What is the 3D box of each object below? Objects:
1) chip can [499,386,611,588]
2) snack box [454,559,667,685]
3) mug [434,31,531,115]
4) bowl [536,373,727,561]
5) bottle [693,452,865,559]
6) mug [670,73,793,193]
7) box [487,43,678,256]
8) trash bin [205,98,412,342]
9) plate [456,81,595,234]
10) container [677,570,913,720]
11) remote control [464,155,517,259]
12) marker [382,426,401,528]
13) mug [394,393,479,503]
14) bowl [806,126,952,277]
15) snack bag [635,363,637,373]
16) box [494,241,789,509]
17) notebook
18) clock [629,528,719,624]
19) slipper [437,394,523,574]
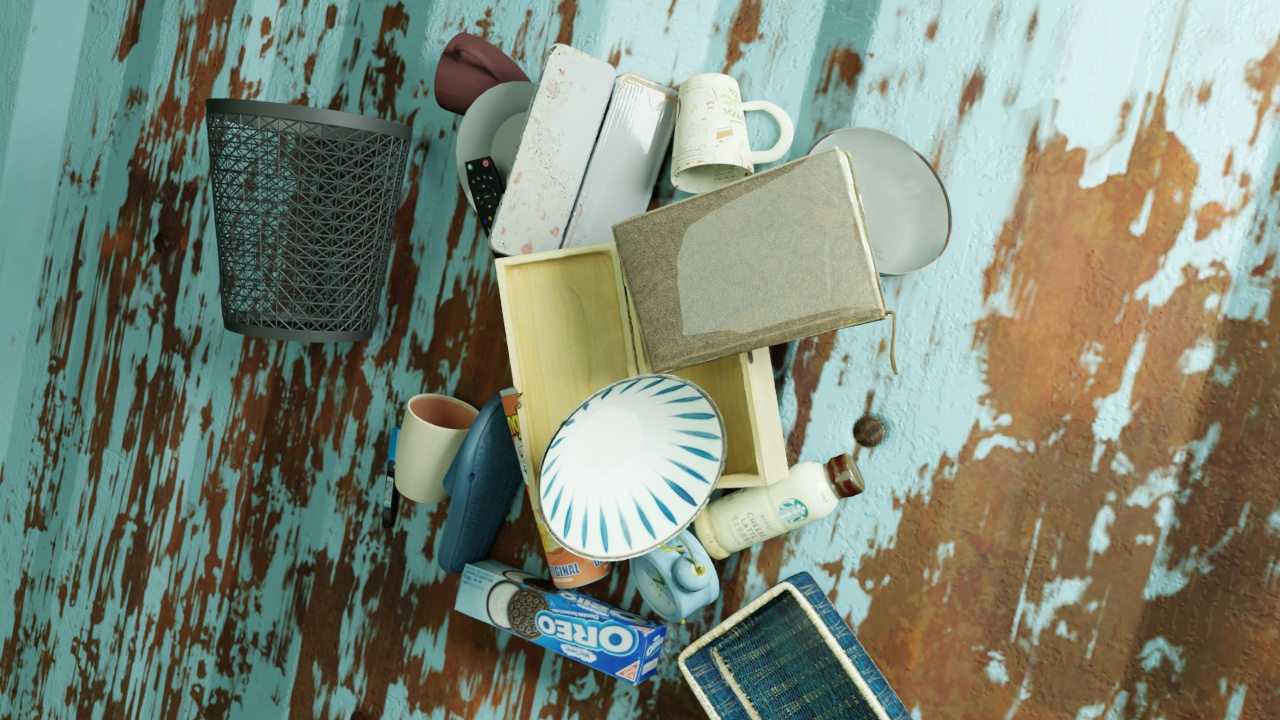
[{"bbox_3d":[-0.087,0.124,0.949,0.062,0.062,0.210,-14,93,23],"label":"chip can"},{"bbox_3d":[-0.088,0.271,0.968,0.227,0.059,0.059,15,90,24],"label":"snack box"},{"bbox_3d":[-0.168,-0.308,1.000,0.088,0.114,0.087,23,81,9],"label":"mug"},{"bbox_3d":[-0.018,0.081,0.799,0.177,0.177,0.071,-63,34,10],"label":"bowl"},{"bbox_3d":[0.131,0.136,0.872,0.162,0.056,0.056,-27,77,21],"label":"bottle"},{"bbox_3d":[0.089,-0.225,0.904,0.122,0.081,0.097,-2,79,4],"label":"mug"},{"bbox_3d":[-0.057,-0.194,0.936,0.148,0.043,0.216,18,97,-13],"label":"box"},{"bbox_3d":[-0.380,-0.154,1.042,0.217,0.216,0.243,10,99,24],"label":"trash bin"},{"bbox_3d":[-0.121,-0.214,0.997,0.173,0.019,0.173,9,114,20],"label":"plate"},{"bbox_3d":[0.146,0.312,0.851,0.145,0.071,0.187,-40,73,18],"label":"container"},{"bbox_3d":[-0.162,-0.162,1.018,0.039,0.010,0.125,-7,108,25],"label":"remote control"},{"bbox_3d":[-0.293,0.139,1.090,0.018,0.015,0.123,11,95,28],"label":"marker"},{"bbox_3d":[-0.238,0.094,1.036,0.111,0.085,0.104,43,119,48],"label":"mug"},{"bbox_3d":[0.201,-0.133,0.829,0.150,0.150,0.057,68,156,12],"label":"bowl"},{"bbox_3d":[-0.045,0.022,0.967,0.116,0.036,0.077,33,102,22],"label":"snack bag"},{"bbox_3d":[-0.002,0.005,0.878,0.261,0.096,0.247,-9,90,13],"label":"box"},{"bbox_3d":[0.097,-0.061,0.781,0.216,0.034,0.190,-15,88,23],"label":"notebook"},{"bbox_3d":[0.032,0.199,0.886,0.089,0.051,0.125,44,147,32],"label":"clock"},{"bbox_3d":[-0.177,0.131,0.991,0.059,0.103,0.214,25,102,26],"label":"slipper"}]
